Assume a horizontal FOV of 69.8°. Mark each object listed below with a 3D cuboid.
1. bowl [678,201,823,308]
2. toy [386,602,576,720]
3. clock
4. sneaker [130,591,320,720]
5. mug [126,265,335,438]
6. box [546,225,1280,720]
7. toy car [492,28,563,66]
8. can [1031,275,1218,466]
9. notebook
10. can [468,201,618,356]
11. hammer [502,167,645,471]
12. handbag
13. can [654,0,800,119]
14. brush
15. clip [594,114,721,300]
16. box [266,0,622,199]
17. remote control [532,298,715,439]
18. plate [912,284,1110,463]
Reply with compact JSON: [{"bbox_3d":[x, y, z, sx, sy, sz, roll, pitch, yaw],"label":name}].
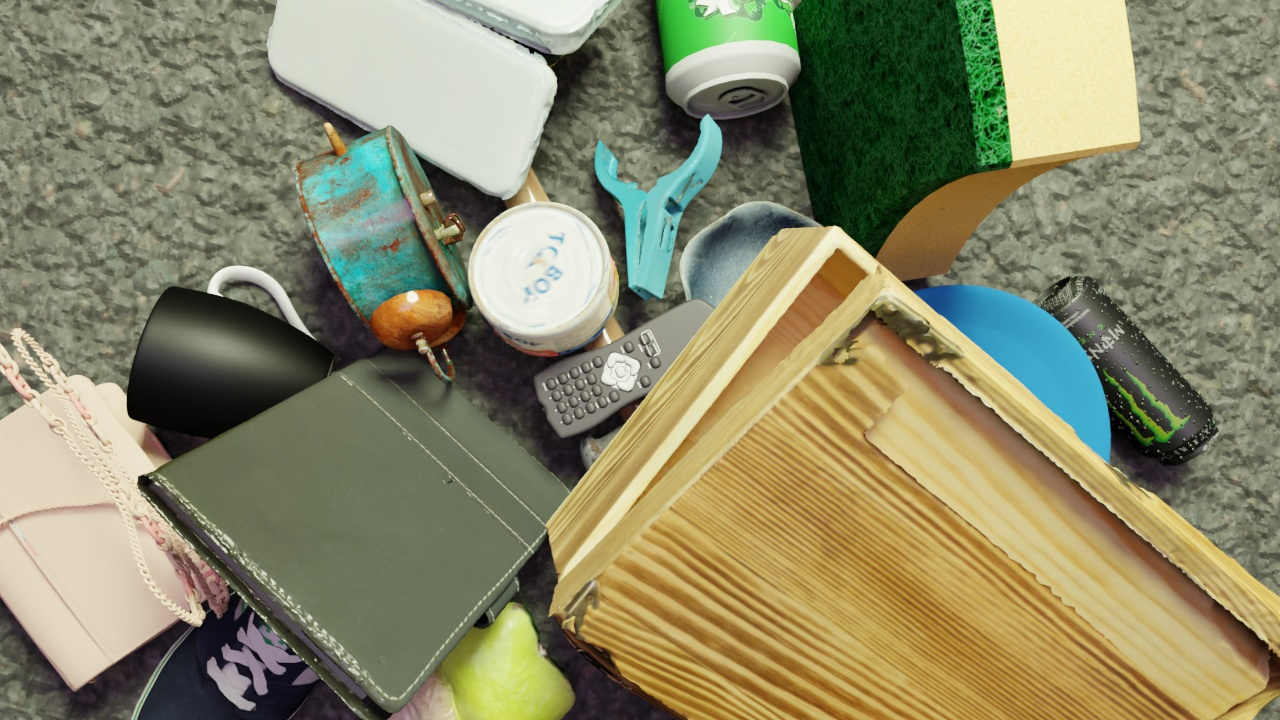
[{"bbox_3d":[0.078,-0.043,0.598,0.110,0.055,0.110,0,84,-3],"label":"bowl"},{"bbox_3d":[-0.102,0.207,0.565,0.115,0.046,0.092,-34,90,1],"label":"toy"},{"bbox_3d":[-0.139,-0.062,0.554,0.073,0.121,0.157,-23,93,-2],"label":"clock"},{"bbox_3d":[-0.216,0.164,0.543,0.235,0.079,0.084,-44,90,-7],"label":"sneaker"},{"bbox_3d":[-0.241,-0.005,0.566,0.100,0.085,0.118,16,52,-16],"label":"mug"},{"bbox_3d":[0.121,0.116,0.472,0.279,0.220,0.258,38,92,-13],"label":"box"},{"bbox_3d":[-0.080,-0.243,0.620,0.049,0.030,0.107,-9,81,-6],"label":"toy car"},{"bbox_3d":[0.319,0.006,0.612,0.054,0.054,0.137,-42,88,-7],"label":"can"},{"bbox_3d":[-0.136,0.078,0.508,0.169,0.208,0.030,44,121,1],"label":"notebook"},{"bbox_3d":[-0.057,-0.049,0.551,0.086,0.043,0.086,-1,75,5],"label":"can"},{"bbox_3d":[-0.047,-0.054,0.598,0.098,0.052,0.328,-28,84,-7],"label":"hammer"},{"bbox_3d":[-0.324,0.085,0.488,0.116,0.187,0.199,-35,92,-14],"label":"handbag"},{"bbox_3d":[0.053,-0.237,0.600,0.088,0.088,0.140,-7,85,-5],"label":"can"},{"bbox_3d":[0.158,-0.164,0.518,0.075,0.250,0.195,-10,81,-6],"label":"brush"},{"bbox_3d":[0.000,-0.110,0.593,0.119,0.033,0.121,34,91,32],"label":"clip"},{"bbox_3d":[-0.128,-0.221,0.576,0.211,0.084,0.185,31,86,12],"label":"box"},{"bbox_3d":[-0.003,0.003,0.557,0.124,0.009,0.046,-26,80,0],"label":"remote control"},{"bbox_3d":[0.195,0.062,0.597,0.224,0.024,0.224,-1,100,-7],"label":"plate"}]
